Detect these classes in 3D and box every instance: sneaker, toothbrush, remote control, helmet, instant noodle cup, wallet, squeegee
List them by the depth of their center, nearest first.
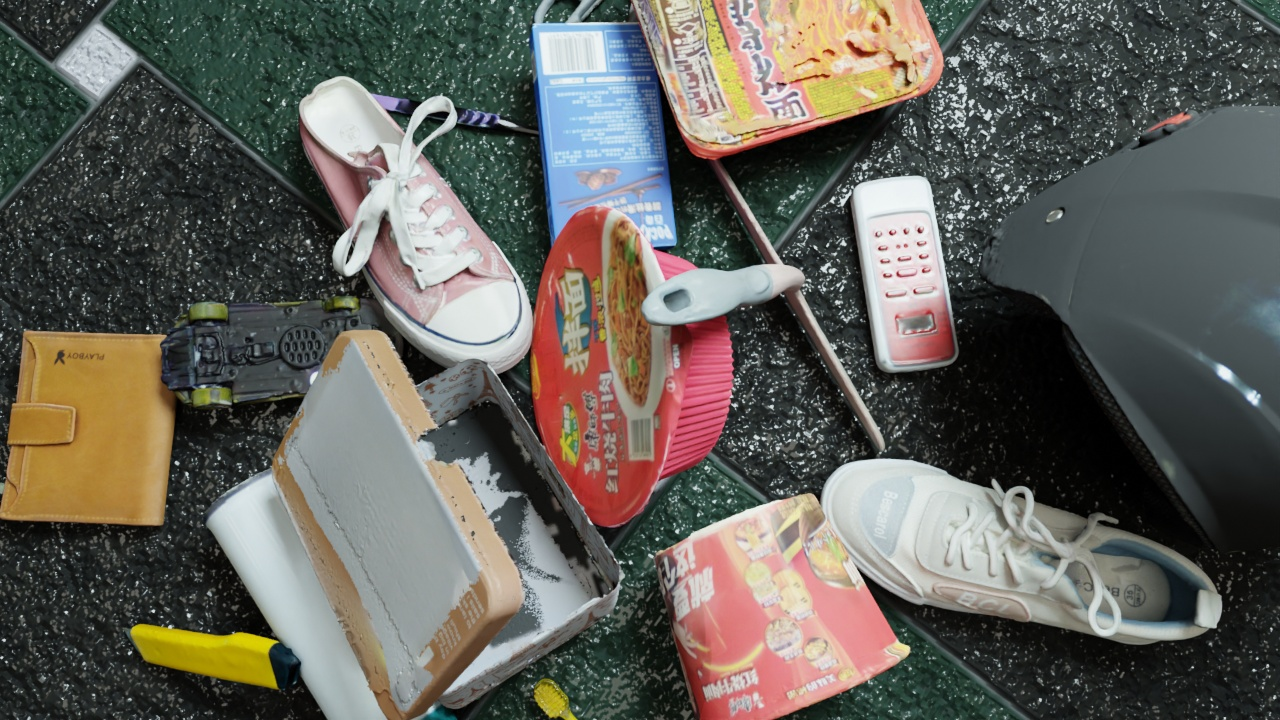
[{"bbox_3d":[0.349,-0.028,0.509,0.233,0.231,0.273,50,52,-16],"label":"helmet"},{"bbox_3d":[0.065,-0.040,0.523,0.040,0.249,0.247,-32,82,25],"label":"squeegee"},{"bbox_3d":[0.074,0.150,0.556,0.138,0.138,0.108,-22,74,-2],"label":"instant noodle cup"},{"bbox_3d":[-0.003,0.003,0.566,0.065,0.194,0.193,-2,81,-28],"label":"instant noodle cup"},{"bbox_3d":[0.232,0.124,0.572,0.242,0.091,0.089,16,82,4],"label":"sneaker"},{"bbox_3d":[-0.003,0.282,0.593,0.015,0.016,0.190,-43,83,-4],"label":"toothbrush"},{"bbox_3d":[-0.154,-0.098,0.604,0.118,0.088,0.241,-32,79,-15],"label":"sneaker"},{"bbox_3d":[0.091,-0.224,0.623,0.188,0.079,0.164,-17,82,-6],"label":"instant noodle cup"},{"bbox_3d":[-0.380,0.046,0.630,0.119,0.035,0.130,2,82,-4],"label":"wallet"},{"bbox_3d":[0.182,-0.060,0.633,0.056,0.020,0.136,-7,82,1],"label":"remote control"},{"bbox_3d":[-0.124,-0.175,0.659,0.189,0.017,0.014,11,82,5],"label":"toothbrush"}]

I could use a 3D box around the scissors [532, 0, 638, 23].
[{"bbox_3d":[-0.006,-0.282,0.671,0.175,0.014,0.159,-20,83,-2],"label":"scissors"}]

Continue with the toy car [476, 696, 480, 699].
[{"bbox_3d":[-0.126,0.178,0.596,0.036,0.043,0.091,-35,81,-10],"label":"toy car"}]

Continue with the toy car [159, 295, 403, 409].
[{"bbox_3d":[-0.241,-0.005,0.624,0.158,0.042,0.070,-4,81,-10],"label":"toy car"}]

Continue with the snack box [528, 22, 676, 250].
[{"bbox_3d":[-0.026,-0.151,0.631,0.084,0.026,0.157,-6,88,-12],"label":"snack box"}]

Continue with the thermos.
[{"bbox_3d":[-0.190,0.176,0.586,0.073,0.073,0.224,-36,81,-4],"label":"thermos"}]

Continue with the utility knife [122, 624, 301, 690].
[{"bbox_3d":[-0.276,0.185,0.586,0.165,0.015,0.033,-1,103,28],"label":"utility knife"}]

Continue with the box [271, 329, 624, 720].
[{"bbox_3d":[-0.116,0.084,0.514,0.153,0.181,0.182,-29,70,-17],"label":"box"}]
